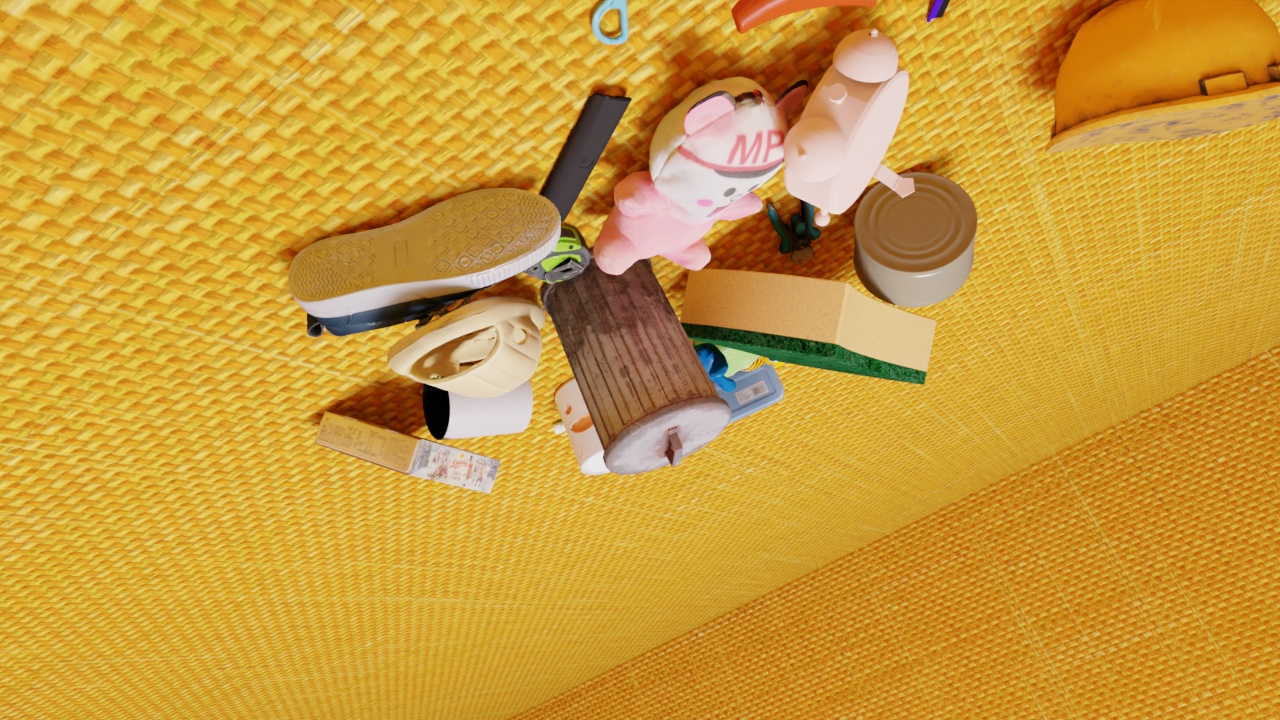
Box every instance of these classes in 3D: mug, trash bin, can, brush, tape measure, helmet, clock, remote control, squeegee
[{"bbox_3d":[-0.188,0.046,1.022,0.096,0.078,0.112,-3,177,-34],"label":"mug"},{"bbox_3d":[-0.005,0.005,0.909,0.130,0.211,0.131,-20,155,-10],"label":"trash bin"},{"bbox_3d":[0.293,-0.130,0.985,0.128,0.127,0.073,-24,153,3],"label":"can"},{"bbox_3d":[0.187,-0.036,1.018,0.195,0.075,0.249,10,179,41],"label":"brush"},{"bbox_3d":[-0.078,-0.097,0.864,0.059,0.035,0.065,-34,151,21],"label":"tape measure"},{"bbox_3d":[0.486,-0.276,0.844,0.254,0.131,0.206,-11,-176,-33],"label":"helmet"},{"bbox_3d":[0.184,-0.190,0.780,0.131,0.086,0.160,-60,154,0],"label":"clock"},{"bbox_3d":[-0.053,0.078,1.141,0.082,0.105,0.082,-18,154,-9],"label":"mug"},{"bbox_3d":[-0.050,-0.169,0.770,0.033,0.015,0.147,-4,149,-32],"label":"remote control"},{"bbox_3d":[0.106,-0.013,1.162,0.094,0.042,0.120,4,145,-41],"label":"clock"},{"bbox_3d":[0.154,-0.284,0.663,0.185,0.055,0.249,-23,172,3],"label":"squeegee"}]

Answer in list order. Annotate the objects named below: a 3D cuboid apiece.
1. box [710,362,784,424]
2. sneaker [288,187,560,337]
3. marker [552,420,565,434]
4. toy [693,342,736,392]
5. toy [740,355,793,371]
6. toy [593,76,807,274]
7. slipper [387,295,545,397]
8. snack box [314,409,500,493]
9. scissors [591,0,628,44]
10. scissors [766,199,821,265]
[{"bbox_3d":[0.097,0.066,1.292,0.210,0.072,0.079,-25,168,2],"label":"box"},{"bbox_3d":[-0.177,-0.073,0.777,0.235,0.089,0.087,-15,151,-2],"label":"sneaker"},{"bbox_3d":[-0.048,0.064,1.221,0.145,0.017,0.017,-23,154,2],"label":"marker"},{"bbox_3d":[0.061,0.017,1.098,0.070,0.113,0.177,-57,178,-26],"label":"toy"},{"bbox_3d":[0.179,-0.011,1.221,0.103,0.046,0.084,-16,178,9],"label":"toy"},{"bbox_3d":[0.047,-0.158,0.789,0.141,0.084,0.214,-7,152,-34],"label":"toy"},{"bbox_3d":[-0.142,-0.005,0.840,0.111,0.079,0.261,-25,-179,10],"label":"slipper"},{"bbox_3d":[-0.255,0.103,1.014,0.143,0.041,0.147,11,170,29],"label":"snack box"},{"bbox_3d":[-0.011,-0.265,0.626,0.138,0.015,0.120,14,136,-42],"label":"scissors"},{"bbox_3d":[0.171,-0.143,0.989,0.130,0.019,0.150,-3,147,-33],"label":"scissors"}]
